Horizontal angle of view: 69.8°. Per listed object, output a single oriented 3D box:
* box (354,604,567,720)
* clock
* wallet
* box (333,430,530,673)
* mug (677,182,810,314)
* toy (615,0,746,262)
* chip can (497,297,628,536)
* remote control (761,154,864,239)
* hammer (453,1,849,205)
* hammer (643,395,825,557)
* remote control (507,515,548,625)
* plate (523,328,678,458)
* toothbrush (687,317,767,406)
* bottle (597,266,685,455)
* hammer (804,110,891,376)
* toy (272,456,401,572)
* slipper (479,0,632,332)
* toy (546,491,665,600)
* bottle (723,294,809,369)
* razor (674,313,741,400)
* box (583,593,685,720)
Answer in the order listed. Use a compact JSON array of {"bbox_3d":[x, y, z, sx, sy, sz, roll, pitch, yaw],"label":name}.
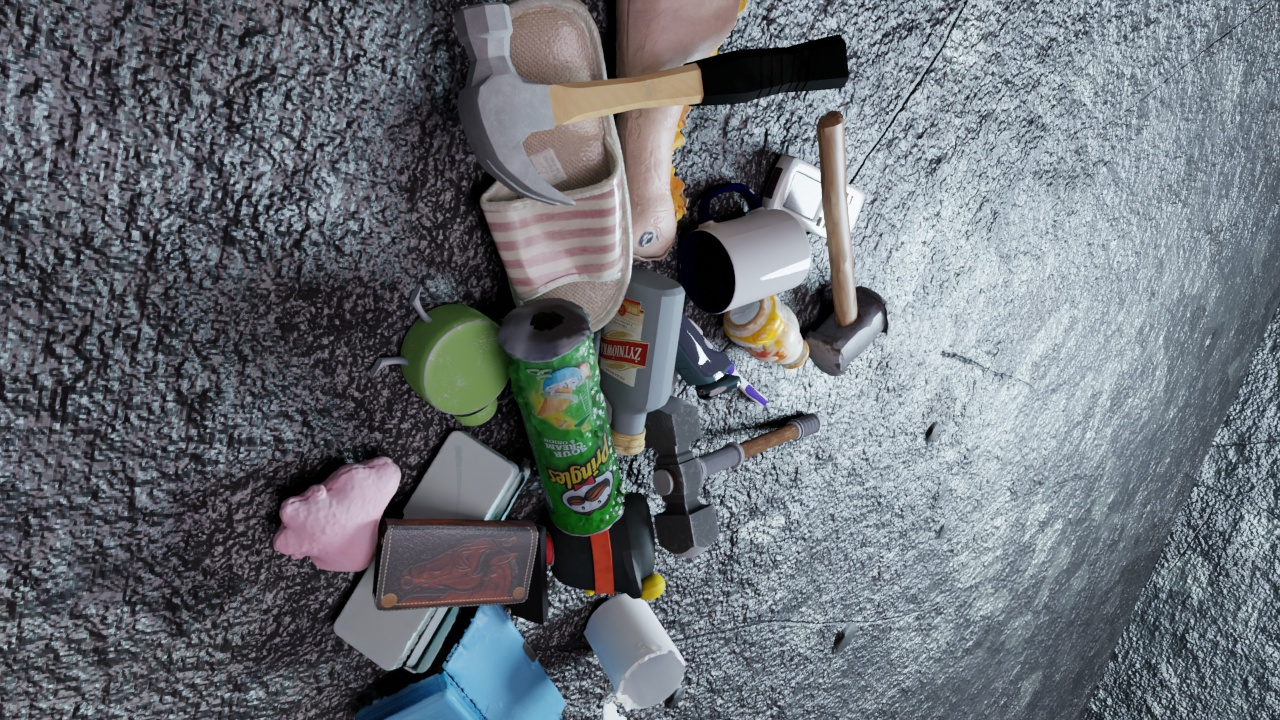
[{"bbox_3d":[-0.152,0.350,0.877,0.172,0.066,0.232,-42,136,-21],"label":"box"},{"bbox_3d":[-0.139,0.002,0.722,0.119,0.042,0.094,24,96,-46],"label":"clock"},{"bbox_3d":[-0.146,0.160,0.726,0.123,0.019,0.072,4,106,-26],"label":"wallet"},{"bbox_3d":[-0.161,0.164,0.787,0.199,0.086,0.096,-58,166,1],"label":"box"},{"bbox_3d":[0.092,-0.109,0.852,0.096,0.079,0.112,-20,96,-33],"label":"mug"},{"bbox_3d":[0.036,-0.211,0.750,0.195,0.065,0.265,-19,125,-28],"label":"toy"},{"bbox_3d":[-0.060,0.050,0.753,0.075,0.075,0.224,-34,140,-24],"label":"chip can"},{"bbox_3d":[0.175,-0.160,0.926,0.138,0.025,0.060,12,103,-44],"label":"remote control"},{"bbox_3d":[0.025,-0.198,0.665,0.327,0.039,0.131,-18,108,-30],"label":"hammer"},{"bbox_3d":[0.119,0.091,0.973,0.321,0.043,0.156,-13,93,-50],"label":"hammer"},{"bbox_3d":[-0.103,0.193,0.833,0.150,0.034,0.013,95,16,-45],"label":"remote control"},{"bbox_3d":[-0.035,0.017,0.843,0.178,0.012,0.179,-20,124,-33],"label":"plate"},{"bbox_3d":[0.087,0.006,0.944,0.016,0.015,0.186,-53,136,-5],"label":"toothbrush"},{"bbox_3d":[-0.005,0.005,0.800,0.046,0.072,0.161,-14,121,-42],"label":"bottle"},{"bbox_3d":[0.201,-0.110,0.925,0.098,0.052,0.329,-42,142,-17],"label":"hammer"},{"bbox_3d":[-0.232,0.122,0.697,0.093,0.050,0.102,0,115,-45],"label":"toy"},{"bbox_3d":[-0.064,-0.134,0.688,0.115,0.052,0.263,-7,116,-6],"label":"slipper"},{"bbox_3d":[-0.043,0.174,0.863,0.119,0.097,0.100,-6,104,-6],"label":"toy"},{"bbox_3d":[0.132,-0.028,0.930,0.108,0.063,0.063,35,87,-45],"label":"bottle"},{"bbox_3d":[0.046,-0.011,0.860,0.143,0.047,0.052,50,48,-40],"label":"razor"},{"bbox_3d":[-0.011,0.323,0.928,0.118,0.160,0.084,-32,125,-12],"label":"box"}]
